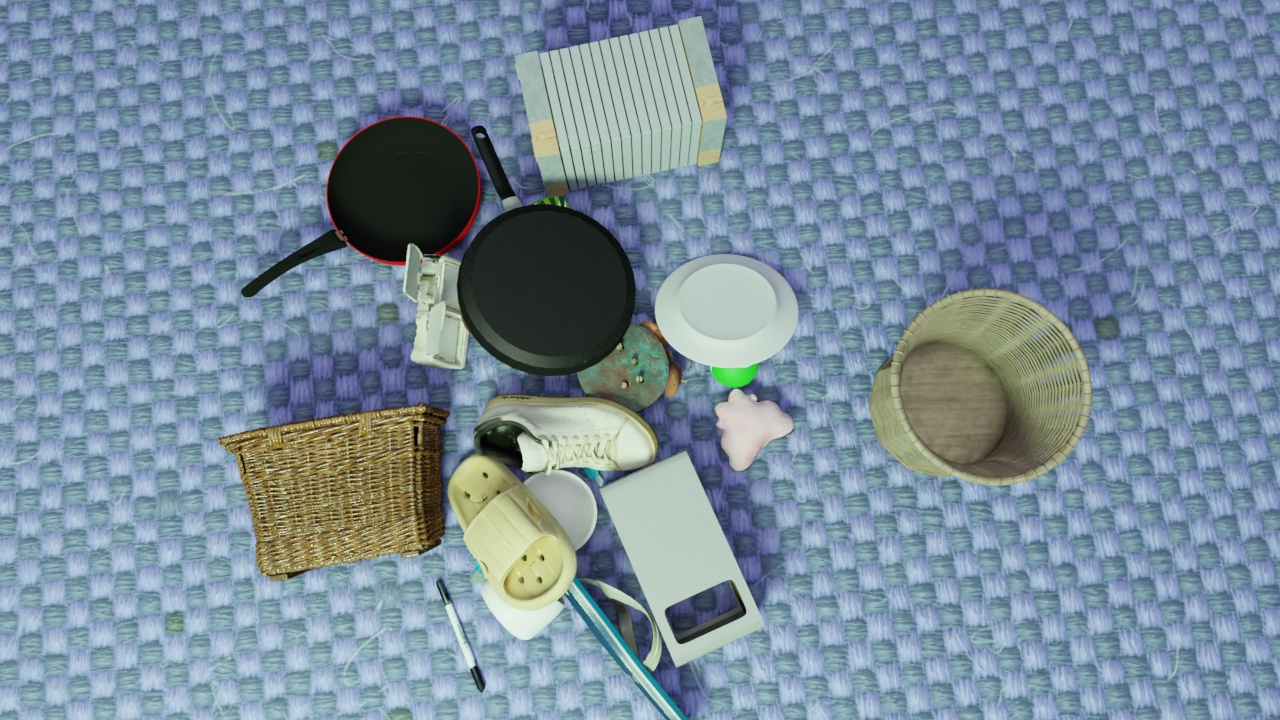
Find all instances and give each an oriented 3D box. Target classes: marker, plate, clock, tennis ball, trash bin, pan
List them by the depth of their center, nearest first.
[{"bbox_3d":[0.049,0.243,1.143,0.114,0.114,0.228,-24,80,-4],"label":"trash bin"},{"bbox_3d":[-0.141,-0.151,1.161,0.225,0.034,0.356,-21,79,-19],"label":"pan"},{"bbox_3d":[-0.232,0.354,1.180,0.011,0.011,0.152,-24,80,-4],"label":"marker"},{"bbox_3d":[-0.007,0.007,1.208,0.157,0.073,0.121,-20,80,-4],"label":"clock"},{"bbox_3d":[0.114,-0.074,1.210,0.188,0.016,0.188,-1,56,1],"label":"plate"},{"bbox_3d":[0.124,0.003,1.210,0.065,0.065,0.065,0,80,1],"label":"tennis ball"},{"bbox_3d":[-0.026,-0.335,1.233,0.247,0.142,0.142,-12,80,-1],"label":"trash bin"},{"bbox_3d":[-0.381,-0.187,1.251,0.356,0.067,0.209,-36,81,-5],"label":"pan"}]

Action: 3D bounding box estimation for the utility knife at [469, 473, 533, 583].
[{"bbox_3d":[-0.168,0.205,1.205,0.031,0.015,0.195,26,80,0],"label":"utility knife"}]

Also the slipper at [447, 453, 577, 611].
[{"bbox_3d":[-0.178,0.197,1.114,0.111,0.079,0.261,-50,46,3],"label":"slipper"}]

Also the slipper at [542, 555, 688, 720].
[{"bbox_3d":[-0.018,0.338,1.133,0.060,0.118,0.295,-38,86,-20],"label":"slipper"}]

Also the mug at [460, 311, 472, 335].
[{"bbox_3d":[-0.190,-0.068,1.208,0.096,0.110,0.123,-28,80,-9],"label":"mug"}]

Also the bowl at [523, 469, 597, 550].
[{"bbox_3d":[-0.111,0.198,1.190,0.110,0.040,0.110,0,81,-1],"label":"bowl"}]

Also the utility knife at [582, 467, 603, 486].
[{"bbox_3d":[-0.084,0.118,1.219,0.022,0.015,0.117,-31,83,2],"label":"utility knife"}]

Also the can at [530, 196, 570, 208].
[{"bbox_3d":[-0.105,-0.140,1.230,0.083,0.083,0.144,-29,81,-4],"label":"can"}]

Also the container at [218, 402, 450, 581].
[{"bbox_3d":[-0.365,0.163,1.146,0.250,0.162,0.183,-9,85,-1],"label":"container"}]

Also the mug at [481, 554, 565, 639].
[{"bbox_3d":[-0.154,0.289,1.152,0.068,0.094,0.115,-41,59,-5],"label":"mug"}]

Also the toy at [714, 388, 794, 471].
[{"bbox_3d":[0.139,0.085,1.202,0.102,0.050,0.093,-42,85,-3],"label":"toy"}]

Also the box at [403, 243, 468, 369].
[{"bbox_3d":[-0.257,-0.065,1.168,0.066,0.186,0.145,5,86,-2],"label":"box"}]

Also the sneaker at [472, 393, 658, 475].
[{"bbox_3d":[-0.102,0.102,1.153,0.242,0.102,0.089,7,115,15],"label":"sneaker"}]

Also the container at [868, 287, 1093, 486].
[{"bbox_3d":[0.399,0.045,1.131,0.227,0.196,0.226,0,80,1],"label":"container"}]
